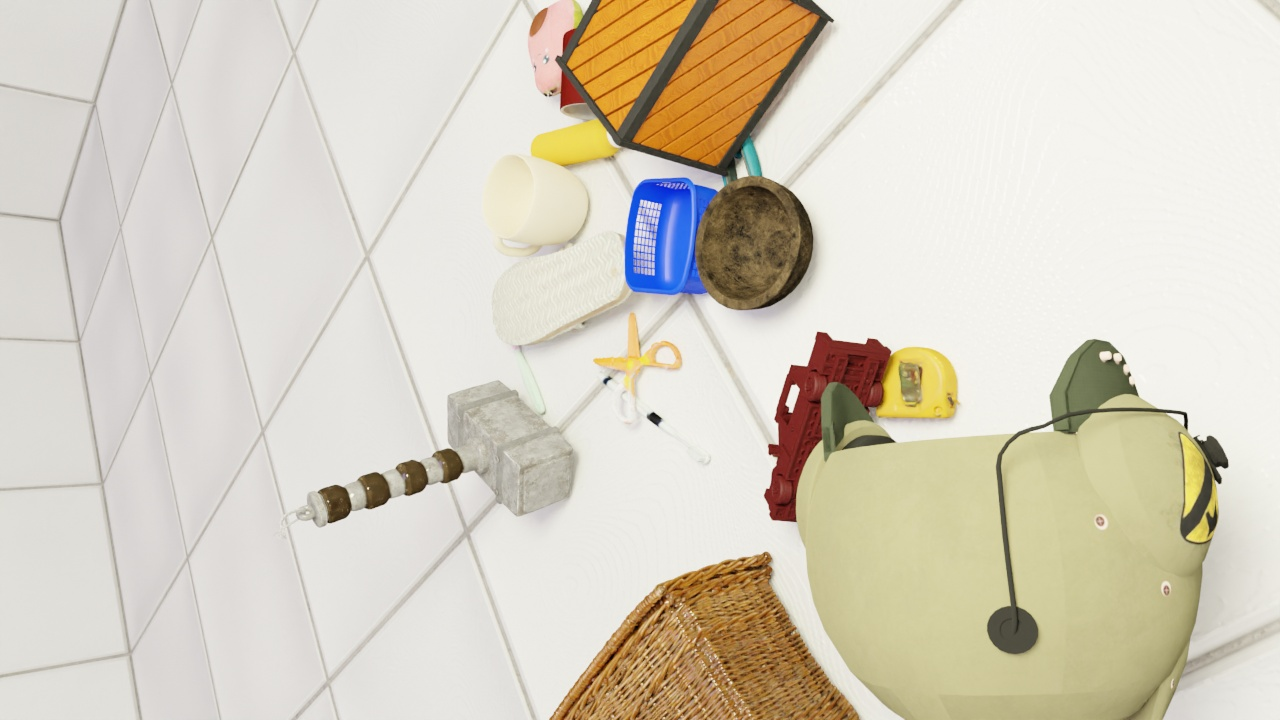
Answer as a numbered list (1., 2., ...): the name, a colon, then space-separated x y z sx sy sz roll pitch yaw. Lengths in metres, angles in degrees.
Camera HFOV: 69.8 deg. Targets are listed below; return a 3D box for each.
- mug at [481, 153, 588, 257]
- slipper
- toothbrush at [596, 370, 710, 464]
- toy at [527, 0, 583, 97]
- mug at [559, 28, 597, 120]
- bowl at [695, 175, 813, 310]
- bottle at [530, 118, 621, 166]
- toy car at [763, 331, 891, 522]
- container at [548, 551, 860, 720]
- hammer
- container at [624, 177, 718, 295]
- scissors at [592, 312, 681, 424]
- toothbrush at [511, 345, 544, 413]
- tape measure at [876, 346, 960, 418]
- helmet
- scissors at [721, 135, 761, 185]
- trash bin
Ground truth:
1. mug: -0.119 -0.171 1.059 0.096 0.099 0.120 45 118 35
2. slipper: -0.087 -0.083 1.059 0.264 0.052 0.115 -15 76 49
3. toothbrush: 0.009 0.057 0.978 0.187 0.017 0.012 37 101 41
4. toy: -0.098 -0.366 1.080 0.090 0.051 0.110 -7 84 47
5. mug: -0.036 -0.314 1.006 0.106 0.073 0.082 2 90 23
6. bowl: 0.114 -0.105 0.846 0.121 0.056 0.121 -2 87 46
7. bottle: -0.066 -0.249 1.048 0.144 0.043 0.043 1 89 46
8. toy car: 0.152 0.055 0.781 0.061 0.070 0.170 -112 32 -61
9. container: 0.057 0.326 0.821 0.183 0.162 0.251 51 124 30
10. hammer: -0.249 0.128 1.027 0.177 0.325 0.080 37 132 41
11. container: 0.037 -0.122 0.925 0.096 0.058 0.114 10 95 46
12. scissors: -0.008 0.010 0.990 0.125 0.011 0.131 6 81 43
13. toothbrush: -0.149 0.001 1.146 0.022 0.015 0.154 -28 64 5
14. tape measure: 0.225 0.018 0.745 0.068 0.030 0.059 -2 89 46
15. helmet: 0.223 0.121 0.566 0.251 0.255 0.232 -13 76 47
16. scissors: 0.088 -0.217 0.904 0.133 0.019 0.146 42 118 38
17. trash bin: 0.044 -0.292 0.840 0.172 0.139 0.139 -54 51 30
